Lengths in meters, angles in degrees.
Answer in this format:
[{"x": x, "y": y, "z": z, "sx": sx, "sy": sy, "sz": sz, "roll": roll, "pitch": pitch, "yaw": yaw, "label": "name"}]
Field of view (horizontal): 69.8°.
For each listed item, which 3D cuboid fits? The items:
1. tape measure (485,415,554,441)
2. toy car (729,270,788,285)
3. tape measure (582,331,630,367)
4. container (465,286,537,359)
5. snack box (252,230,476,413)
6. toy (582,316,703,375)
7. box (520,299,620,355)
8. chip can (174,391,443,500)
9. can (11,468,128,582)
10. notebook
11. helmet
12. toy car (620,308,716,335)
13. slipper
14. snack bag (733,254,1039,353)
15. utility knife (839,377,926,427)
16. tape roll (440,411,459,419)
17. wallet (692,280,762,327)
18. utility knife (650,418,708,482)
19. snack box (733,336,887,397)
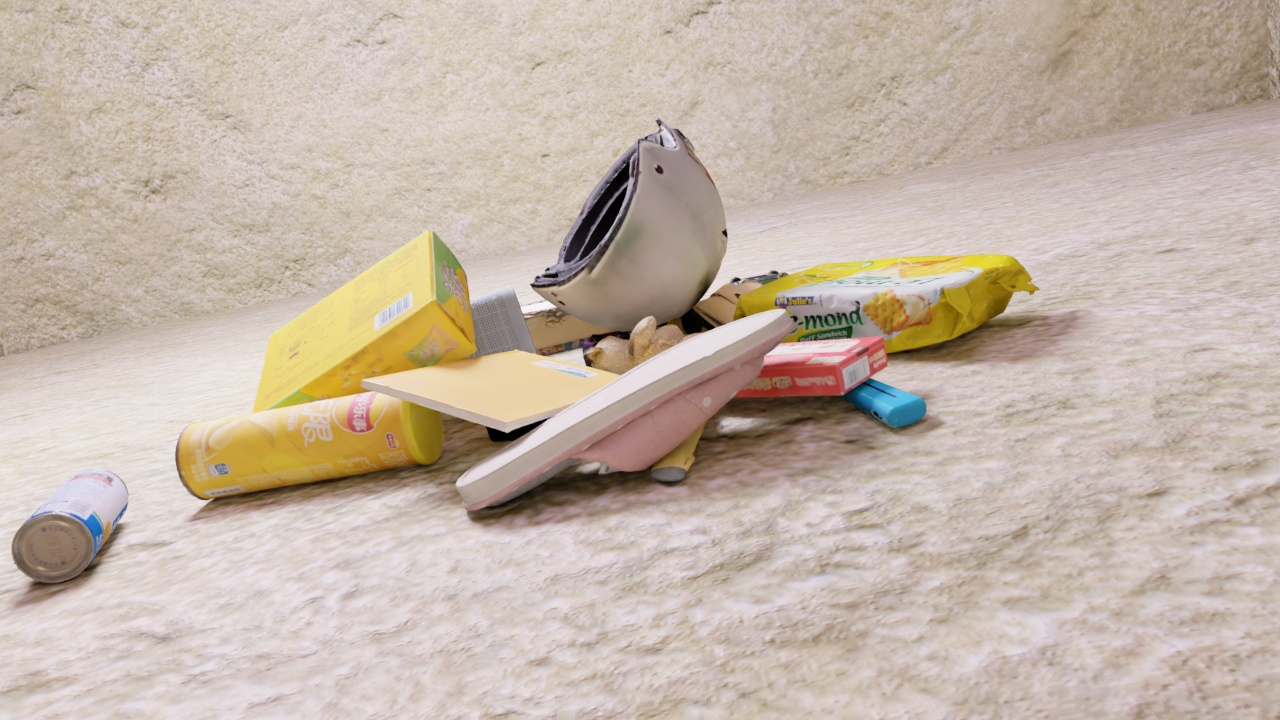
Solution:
[{"x": -0.095, "y": 0.046, "z": 0.807, "sx": 0.066, "sy": 0.033, "sz": 0.065, "roll": -2, "pitch": 18, "yaw": 30, "label": "tape measure"}, {"x": 0.155, "y": -0.096, "z": 1.200, "sx": 0.091, "sy": 0.036, "sz": 0.043, "roll": -15, "pitch": 12, "yaw": -11, "label": "toy car"}, {"x": -0.034, "y": -0.011, "z": 0.988, "sx": 0.058, "sy": 0.039, "sz": 0.057, "roll": -14, "pitch": 13, "yaw": -11, "label": "tape measure"}, {"x": -0.188, "y": -0.017, "z": 1.003, "sx": 0.111, "sy": 0.090, "sz": 0.090, "roll": -19, "pitch": -4, "yaw": -28, "label": "container"}, {"x": -0.265, "y": -0.017, "z": 0.887, "sx": 0.210, "sy": 0.070, "sz": 0.157, "roll": -33, "pitch": 34, "yaw": 7, "label": "snack box"}, {"x": 0.027, "y": -0.001, "z": 0.863, "sx": 0.157, "sy": 0.066, "sz": 0.105, "roll": -3, "pitch": -18, "yaw": 19, "label": "toy"}, {"x": -0.081, "y": -0.053, "z": 1.178, "sx": 0.184, "sy": 0.062, "sz": 0.090, "roll": -11, "pitch": 13, "yaw": -8, "label": "box"}, {"x": -0.280, "y": 0.071, "z": 0.785, "sx": 0.213, "sy": 0.072, "sz": 0.072, "roll": -11, "pitch": 13, "yaw": 8, "label": "chip can"}, {"x": -0.445, "y": 0.126, "z": 0.724, "sx": 0.053, "sy": 0.053, "sz": 0.134, "roll": -15, "pitch": 13, "yaw": -16, "label": "can"}, {"x": -0.108, "y": 0.020, "z": 0.773, "sx": 0.146, "sy": 0.010, "sz": 0.205, "roll": 13, "pitch": 14, "yaw": 26, "label": "notebook"}, {"x": 0.007, "y": -0.126, "z": 0.990, "sx": 0.230, "sy": 0.157, "sz": 0.273, "roll": -51, "pitch": 10, "yaw": 12, "label": "helmet"}, {"x": 0.038, "y": -0.046, "z": 1.069, "sx": 0.156, "sy": 0.041, "sz": 0.071, "roll": 3, "pitch": 19, "yaw": 33, "label": "toy car"}, {"x": -0.003, "y": 0.042, "z": 0.661, "sx": 0.274, "sy": 0.054, "sz": 0.114, "roll": -29, "pitch": 8, "yaw": -10, "label": "slipper"}, {"x": 0.226, "y": -0.052, "z": 0.868, "sx": 0.247, "sy": 0.068, "sz": 0.157, "roll": 1, "pitch": 17, "yaw": 44, "label": "snack bag"}, {"x": 0.166, "y": 0.019, "z": 0.728, "sx": 0.034, "sy": 0.018, "sz": 0.218, "roll": -14, "pitch": 11, "yaw": -7, "label": "utility knife"}, {"x": -0.178, "y": 0.041, "z": 0.948, "sx": 0.086, "sy": 0.014, "sz": 0.085, "roll": -11, "pitch": 13, "yaw": 2, "label": "tape roll"}, {"x": 0.118, "y": -0.058, "z": 1.019, "sx": 0.087, "sy": 0.024, "sz": 0.114, "roll": 34, "pitch": 38, "yaw": 28, "label": "wallet"}, {"x": 0.041, "y": 0.048, "z": 0.708, "sx": 0.031, "sy": 0.022, "sz": 0.215, "roll": -6, "pitch": 20, "yaw": 16, "label": "utility knife"}, {"x": 0.112, "y": 0.006, "z": 0.734, "sx": 0.153, "sy": 0.025, "sz": 0.075, "roll": -3, "pitch": 14, "yaw": 43, "label": "snack box"}]
